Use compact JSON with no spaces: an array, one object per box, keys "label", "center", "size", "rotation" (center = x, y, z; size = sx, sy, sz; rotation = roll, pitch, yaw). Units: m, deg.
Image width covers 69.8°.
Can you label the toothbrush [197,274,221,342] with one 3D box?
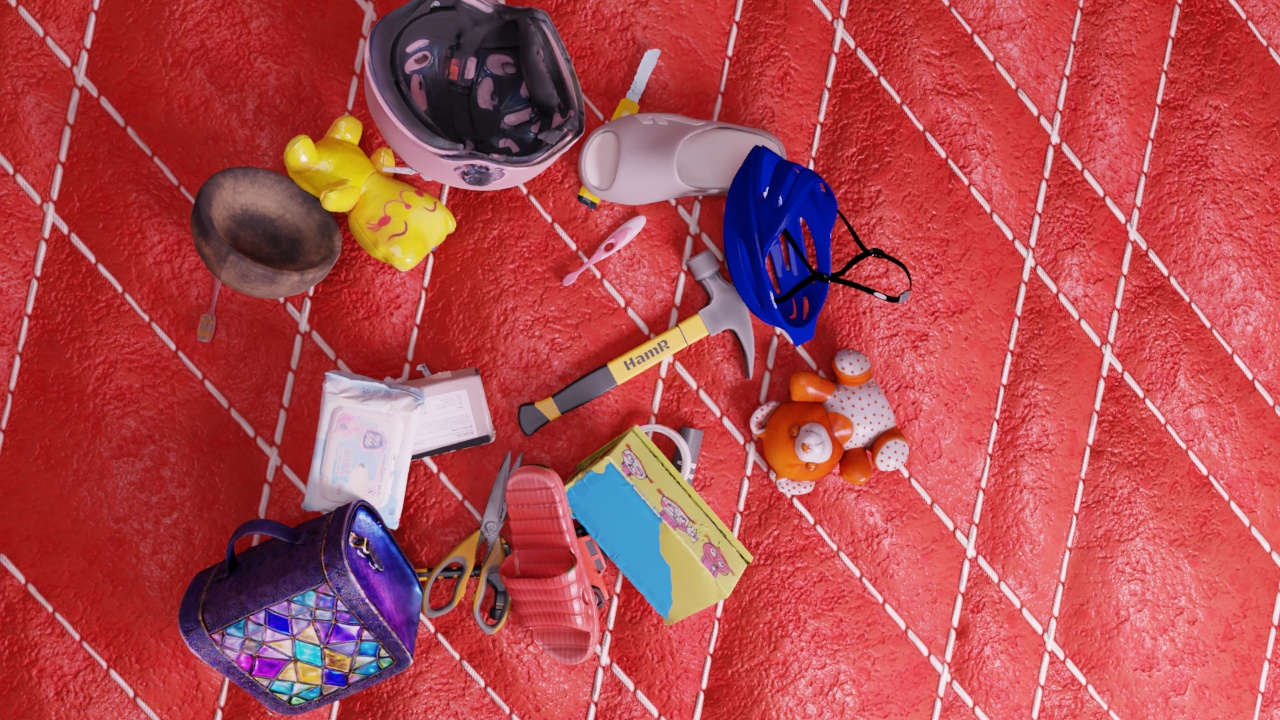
[{"label":"toothbrush","center":[-0.508,-0.112,1.107],"size":[0.015,0.015,0.184],"rotation":[11,88,1]}]

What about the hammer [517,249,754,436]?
[{"label":"hammer","center":[-0.007,0.007,1.150],"size":[0.324,0.034,0.170],"rotation":[-29,94,-3]}]

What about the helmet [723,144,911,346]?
[{"label":"helmet","center":[0.204,-0.134,1.078],"size":[0.147,0.228,0.242],"rotation":[-24,113,-43]}]

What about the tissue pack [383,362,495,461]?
[{"label":"tissue pack","center":[-0.275,0.064,1.111],"size":[0.181,0.071,0.104],"rotation":[-13,107,-2]}]

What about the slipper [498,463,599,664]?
[{"label":"slipper","center":[-0.117,0.249,1.086],"size":[0.104,0.059,0.249],"rotation":[-10,97,23]}]

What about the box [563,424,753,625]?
[{"label":"box","center":[0.014,0.198,1.101],"size":[0.221,0.081,0.125],"rotation":[49,129,-1]}]

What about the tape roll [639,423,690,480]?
[{"label":"tape roll","center":[0.017,0.125,1.142],"size":[0.093,0.013,0.093],"rotation":[0,90,18]}]

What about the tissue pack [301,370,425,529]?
[{"label":"tissue pack","center":[-0.316,0.105,1.047],"size":[0.112,0.070,0.182],"rotation":[11,106,-13]}]

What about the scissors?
[{"label":"scissors","center":[-0.177,0.223,1.122],"size":[0.134,0.016,0.227],"rotation":[28,83,-9]}]

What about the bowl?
[{"label":"bowl","center":[-0.434,-0.139,1.054],"size":[0.162,0.161,0.070],"rotation":[44,126,-4]}]

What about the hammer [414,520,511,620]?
[{"label":"hammer","center":[-0.316,0.260,1.120],"size":[0.320,0.036,0.123],"rotation":[0,90,-8]}]

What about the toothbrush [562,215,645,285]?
[{"label":"toothbrush","center":[-0.046,-0.137,1.152],"size":[0.135,0.016,0.021],"rotation":[-40,94,-6]}]

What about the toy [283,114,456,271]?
[{"label":"toy","center":[-0.322,-0.186,1.075],"size":[0.194,0.134,0.088],"rotation":[41,129,-9]}]

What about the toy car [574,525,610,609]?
[{"label":"toy car","center":[-0.062,0.255,1.133],"size":[0.049,0.051,0.100],"rotation":[-25,92,-3]}]

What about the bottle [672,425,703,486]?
[{"label":"bottle","center":[0.053,0.140,1.155],"size":[0.030,0.030,0.113],"rotation":[13,89,-6]}]

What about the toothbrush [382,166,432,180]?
[{"label":"toothbrush","center":[-0.262,-0.213,1.047],"size":[0.010,0.181,0.010],"rotation":[-43,96,8]}]

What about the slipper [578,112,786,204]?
[{"label":"slipper","center":[0.060,-0.248,1.122],"size":[0.265,0.080,0.113],"rotation":[0,95,-11]}]

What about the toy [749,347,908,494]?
[{"label":"toy","center":[0.232,0.085,1.142],"size":[0.172,0.093,0.164],"rotation":[-26,94,-4]}]

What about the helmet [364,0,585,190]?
[{"label":"helmet","center":[-0.200,-0.297,1.050],"size":[0.254,0.153,0.230],"rotation":[-16,82,-35]}]

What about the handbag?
[{"label":"handbag","center":[-0.370,0.262,1.013],"size":[0.205,0.125,0.222],"rotation":[-25,119,8]}]

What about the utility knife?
[{"label":"utility knife","center":[-0.025,-0.292,1.151],"size":[0.030,0.019,0.218],"rotation":[24,93,-11]}]
